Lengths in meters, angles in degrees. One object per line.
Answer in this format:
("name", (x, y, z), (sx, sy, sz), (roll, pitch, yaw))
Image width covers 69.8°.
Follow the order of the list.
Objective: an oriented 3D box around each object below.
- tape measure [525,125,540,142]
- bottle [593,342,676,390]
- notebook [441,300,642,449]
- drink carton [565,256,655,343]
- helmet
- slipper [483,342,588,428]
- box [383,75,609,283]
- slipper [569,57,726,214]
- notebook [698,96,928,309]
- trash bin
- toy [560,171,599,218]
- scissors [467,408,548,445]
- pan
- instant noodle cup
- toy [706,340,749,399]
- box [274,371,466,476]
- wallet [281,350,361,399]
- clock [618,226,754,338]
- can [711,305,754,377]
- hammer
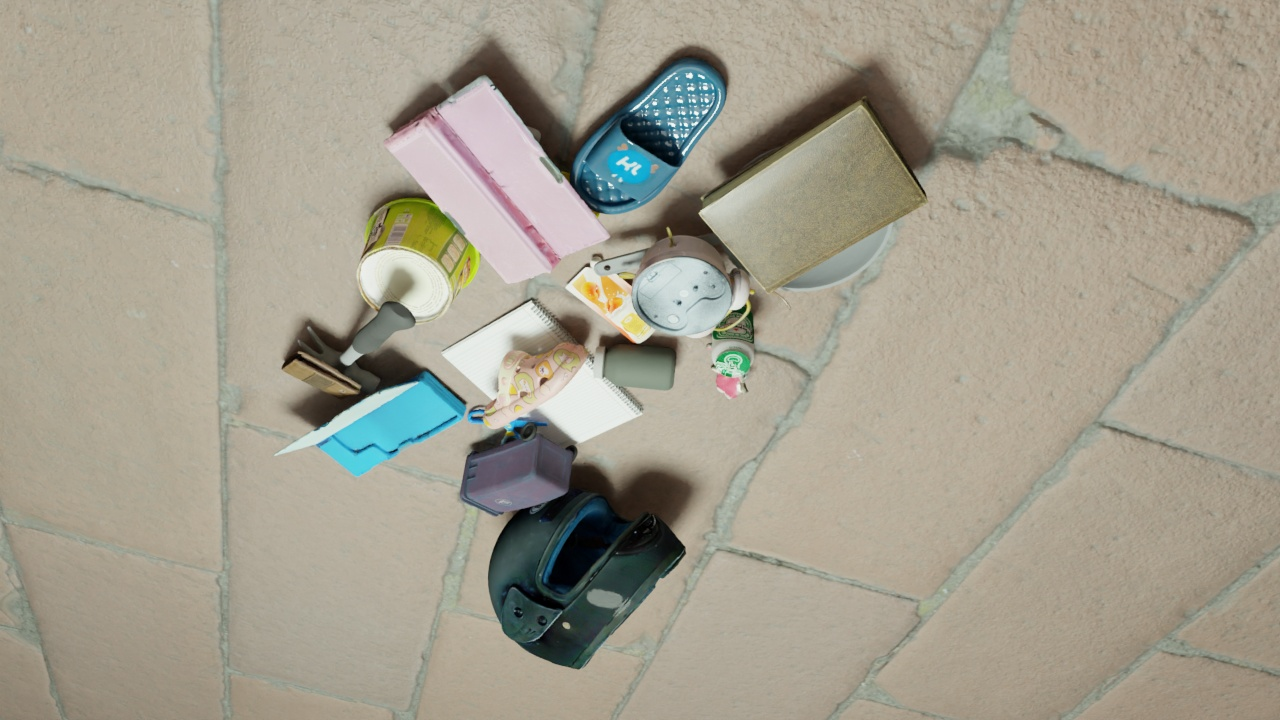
("tape measure", (-0.151, -0.244, 1.062), (0.065, 0.016, 0.064), (18, 131, -9))
("bottle", (-0.007, 0.007, 1.240), (0.108, 0.060, 0.060), (6, 132, 2))
("notebook", (-0.136, 0.032, 1.310), (0.178, 0.013, 0.245), (-26, 124, 28))
("drink carton", (-0.032, -0.078, 1.189), (0.122, 0.038, 0.069), (38, 126, -17))
("helmet", (-0.104, 0.312, 1.404), (0.236, 0.248, 0.317), (42, 129, 9))
("slipper", (-0.155, 0.021, 1.245), (0.198, 0.093, 0.081), (-33, 100, 36))
("box", (-0.166, -0.195, 1.055), (0.179, 0.039, 0.232), (-16, 125, 41))
("slipper", (0.011, -0.238, 1.015), (0.103, 0.059, 0.214), (35, 120, -26))
("notebook", (0.200, -0.163, 1.028), (0.216, 0.034, 0.190), (-29, 123, 25))
("trash bin", (-0.186, 0.167, 1.370), (0.161, 0.092, 0.093), (-20, 140, 35))
("toy", (-0.095, -0.184, 1.094), (0.095, 0.041, 0.094), (-1, 134, 8))
("scissors", (-0.195, 0.099, 1.367), (0.125, 0.015, 0.127), (1, 140, 15))
("pan", (0.116, -0.154, 1.088), (0.357, 0.050, 0.201), (-10, 130, 15))
("instant noodle cup", (-0.279, -0.117, 1.136), (0.146, 0.097, 0.146), (3, 132, 4))
("toy", (0.125, 0.008, 1.240), (0.065, 0.050, 0.102), (28, 147, 24))
("box", (-0.400, 0.087, 1.353), (0.244, 0.071, 0.170), (-28, 149, 27))
("wallet", (-0.451, 0.022, 1.296), (0.098, 0.026, 0.121), (34, 158, -23))
("clock", (0.063, -0.082, 1.090), (0.158, 0.058, 0.117), (30, 129, -24))
("can", (0.118, -0.028, 1.166), (0.053, 0.101, 0.053), (3, 132, 4))
("hammer", (-0.360, -0.026, 1.190), (0.125, 0.029, 0.312), (35, 152, -19))
